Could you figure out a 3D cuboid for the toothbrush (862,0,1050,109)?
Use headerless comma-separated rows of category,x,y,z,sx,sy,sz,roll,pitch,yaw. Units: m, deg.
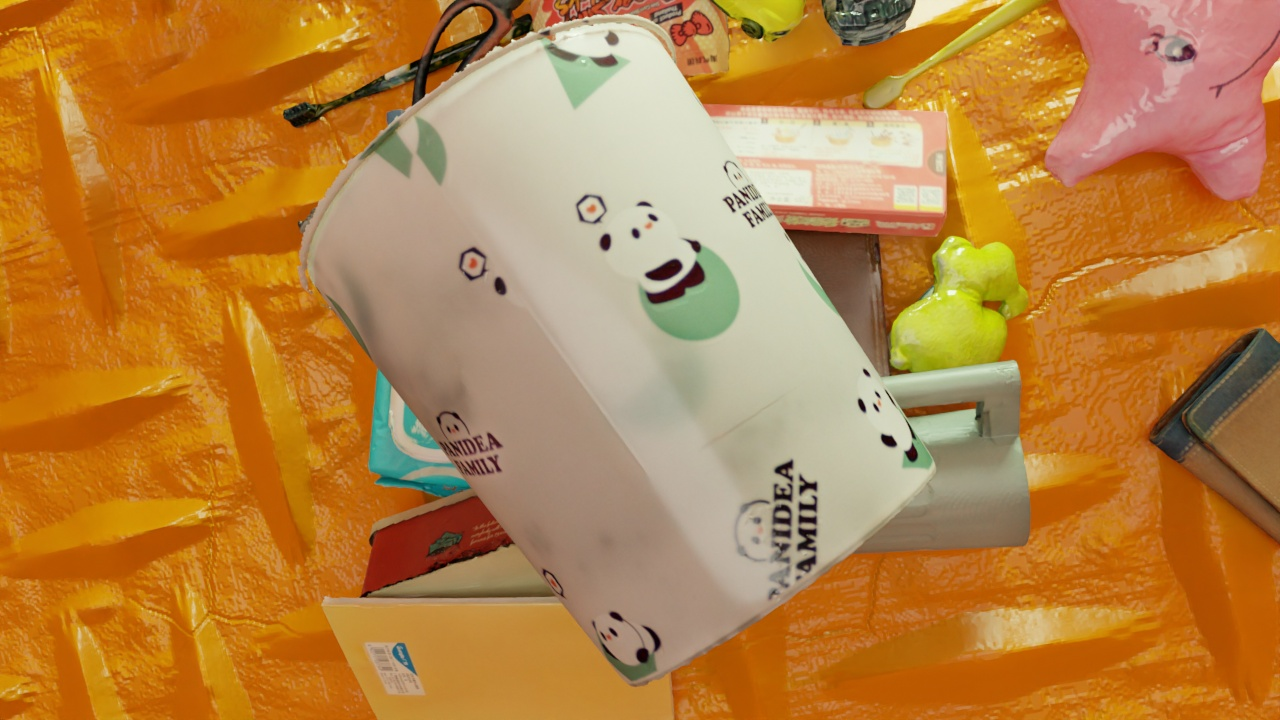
toothbrush,0.219,-0.207,0.558,0.190,0.016,0.015,-32,87,9

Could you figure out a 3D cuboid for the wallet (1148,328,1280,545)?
wallet,0.376,0.050,0.542,0.115,0.033,0.090,41,98,1

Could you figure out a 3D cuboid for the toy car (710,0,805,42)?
toy car,0.060,-0.238,0.553,0.105,0.032,0.048,31,85,-26

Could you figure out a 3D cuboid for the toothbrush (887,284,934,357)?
toothbrush,0.135,0.021,0.588,0.016,0.018,0.192,42,97,10

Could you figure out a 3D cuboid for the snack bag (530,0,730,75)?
snack bag,-0.017,-0.278,0.574,0.129,0.073,0.208,-6,100,9

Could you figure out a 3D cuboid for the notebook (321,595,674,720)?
notebook,-0.083,0.197,0.587,0.206,0.010,0.146,-2,130,5

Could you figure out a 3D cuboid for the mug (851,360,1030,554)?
mug,0.166,0.057,0.540,0.103,0.083,0.124,-7,124,12

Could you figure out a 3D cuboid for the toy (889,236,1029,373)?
toy,0.195,-0.024,0.555,0.096,0.031,0.100,4,91,-19

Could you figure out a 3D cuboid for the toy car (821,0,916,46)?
toy car,0.131,-0.253,0.560,0.054,0.036,0.120,-13,82,10

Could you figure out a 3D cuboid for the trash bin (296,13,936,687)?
trash bin,-0.003,0.003,0.466,0.230,0.229,0.252,-38,81,9

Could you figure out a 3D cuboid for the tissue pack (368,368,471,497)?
tissue pack,-0.127,0.027,0.612,0.093,0.050,0.133,6,95,7

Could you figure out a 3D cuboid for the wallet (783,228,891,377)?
wallet,0.102,-0.032,0.575,0.101,0.032,0.124,-5,83,14

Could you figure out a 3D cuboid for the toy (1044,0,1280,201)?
toy,0.296,-0.182,0.515,0.178,0.074,0.195,28,97,-2

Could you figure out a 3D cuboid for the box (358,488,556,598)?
box,-0.085,0.133,0.583,0.168,0.078,0.091,-20,127,11

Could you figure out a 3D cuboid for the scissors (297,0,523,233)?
scissors,-0.129,-0.139,0.603,0.226,0.015,0.189,-3,112,2

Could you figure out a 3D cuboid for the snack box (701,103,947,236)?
snack box,0.107,-0.118,0.562,0.153,0.025,0.075,4,66,9

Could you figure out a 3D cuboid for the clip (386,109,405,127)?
clip,-0.143,-0.159,0.618,0.058,0.036,0.025,-4,91,10

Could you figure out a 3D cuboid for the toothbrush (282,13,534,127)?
toothbrush,-0.158,-0.195,0.618,0.186,0.017,0.012,-18,83,10
